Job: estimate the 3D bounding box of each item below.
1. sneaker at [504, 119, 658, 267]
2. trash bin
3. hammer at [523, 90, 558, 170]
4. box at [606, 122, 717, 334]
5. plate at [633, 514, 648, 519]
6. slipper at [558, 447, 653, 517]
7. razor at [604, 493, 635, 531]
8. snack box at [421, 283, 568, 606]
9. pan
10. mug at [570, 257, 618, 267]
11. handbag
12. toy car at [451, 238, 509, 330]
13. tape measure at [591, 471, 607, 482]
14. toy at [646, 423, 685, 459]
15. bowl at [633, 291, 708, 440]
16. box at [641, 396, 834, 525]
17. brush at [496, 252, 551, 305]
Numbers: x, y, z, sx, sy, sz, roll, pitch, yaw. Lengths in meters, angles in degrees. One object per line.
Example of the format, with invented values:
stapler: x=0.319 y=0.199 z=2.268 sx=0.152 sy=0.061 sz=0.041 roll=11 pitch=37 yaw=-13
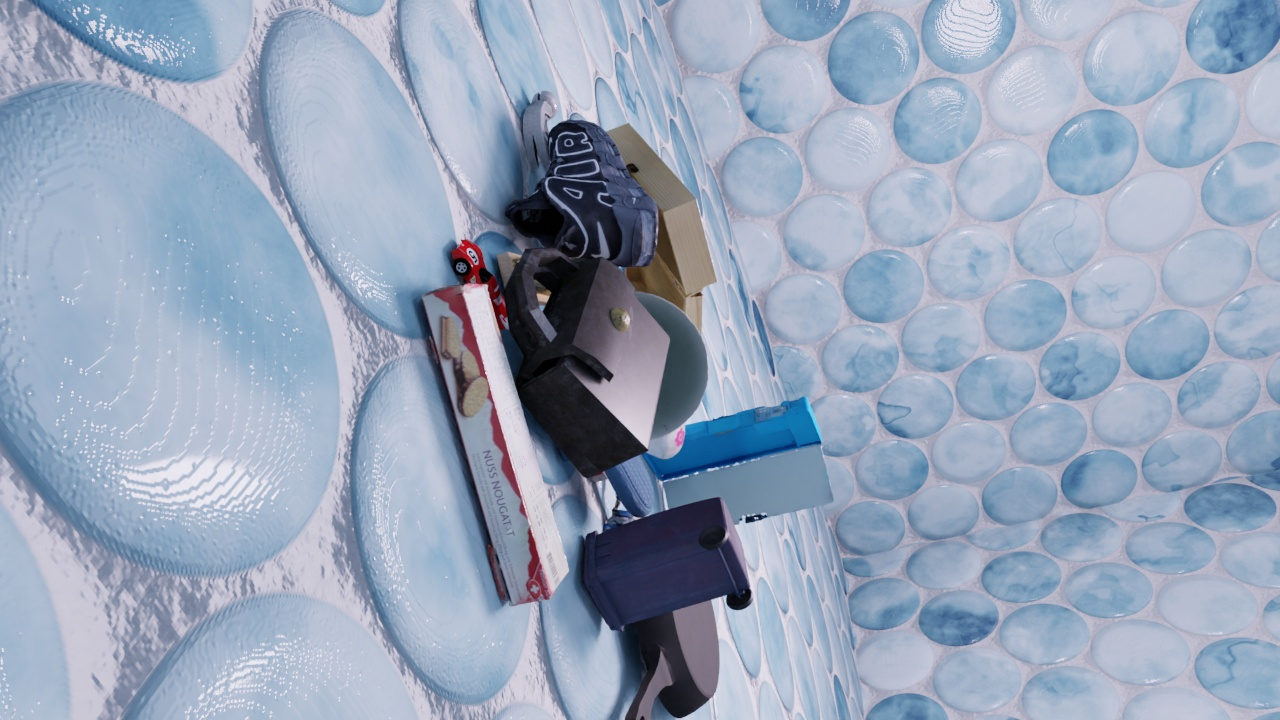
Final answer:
sneaker: x=-0.091 y=-0.191 z=1.062 sx=0.252 sy=0.150 sz=0.097 roll=59 pitch=-34 yaw=40
trash bin: x=0.024 y=0.214 z=0.959 sx=0.092 sy=0.161 sz=0.094 roll=-93 pitch=162 yaw=-60
hammer: x=-0.084 y=-0.203 z=1.266 sx=0.126 sy=0.036 sz=0.316 roll=-85 pitch=156 yaw=-49
box: x=0.022 y=-0.150 z=1.209 sx=0.247 sy=0.076 sz=0.258 roll=-119 pitch=-159 yaw=-50
plate: x=0.005 y=0.266 z=1.125 sx=0.172 sy=0.019 sz=0.173 roll=-15 pitch=90 yaw=-76
slipper: x=-0.054 y=0.085 z=1.011 sx=0.214 sy=0.059 sz=0.103 roll=56 pitch=16 yaw=-13
razor: x=-0.027 y=0.149 z=1.104 sx=0.140 sy=0.043 sz=0.018 roll=-100 pitch=-153 yaw=-43
snack box: x=-0.125 y=0.069 z=0.792 sx=0.076 sy=0.044 sz=0.273 roll=-32 pitch=107 yaw=-81
pan: x=0.036 y=0.325 z=1.048 sx=0.355 sy=0.043 sz=0.249 roll=-54 pitch=127 yaw=-72
mug: x=-0.052 y=-0.163 z=1.174 sx=0.085 sy=0.111 sz=0.081 roll=57 pitch=20 yaw=-33
handbag: x=-0.057 y=-0.027 z=0.913 sx=0.199 sy=0.103 sz=0.196 roll=48 pitch=31 yaw=-26
toy car: x=-0.150 y=-0.072 z=0.875 sx=0.038 sy=0.025 sz=0.089 roll=-76 pitch=148 yaw=-63
tape measure: x=-0.049 y=0.110 z=1.082 sx=0.060 sy=0.020 sz=0.062 roll=0 pitch=74 yaw=-70
toy: x=-0.002 y=0.032 z=1.219 sx=0.137 sy=0.086 sz=0.209 roll=-85 pitch=154 yaw=-49
bowl: x=-0.006 y=0.006 z=1.085 sx=0.068 sy=0.174 sz=0.174 roll=-86 pitch=160 yaw=-89
box: x=0.139 y=0.145 z=1.307 sx=0.075 sy=0.244 sz=0.167 roll=-65 pitch=138 yaw=-68
brush: x=-0.116 y=-0.089 z=0.997 sx=0.117 sy=0.039 sz=0.049 roll=1 pitch=75 yaw=-71
